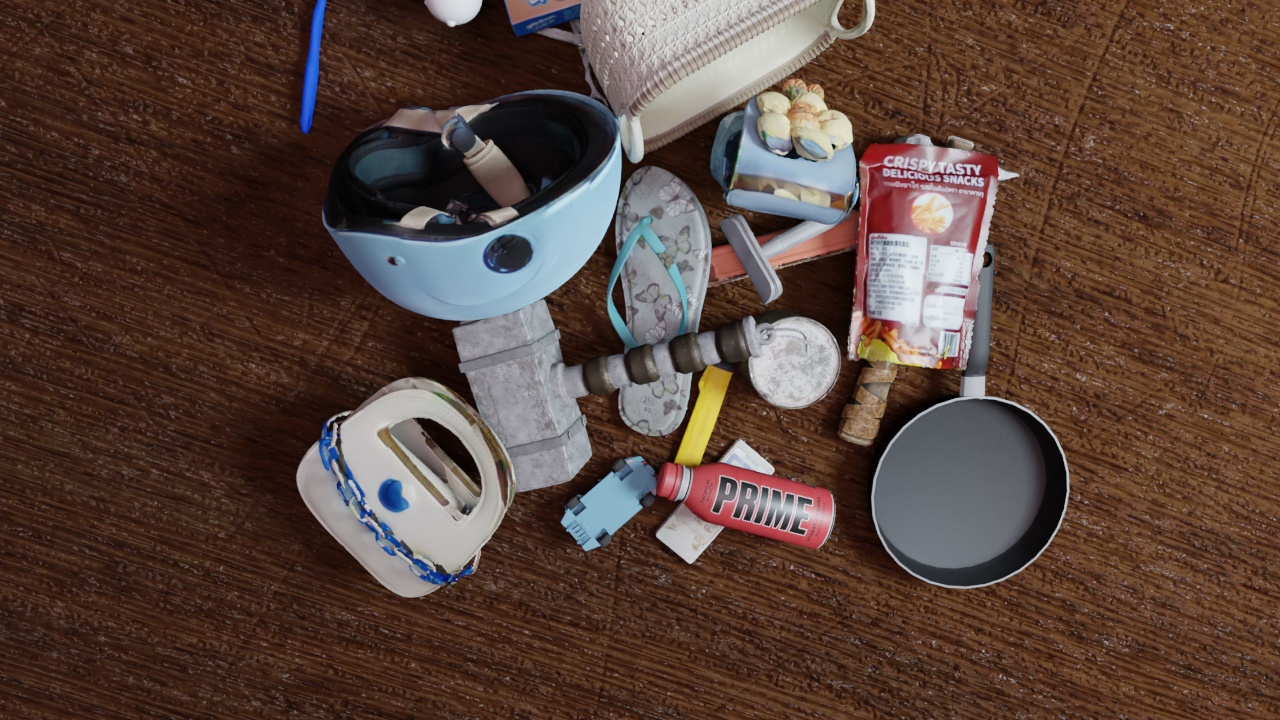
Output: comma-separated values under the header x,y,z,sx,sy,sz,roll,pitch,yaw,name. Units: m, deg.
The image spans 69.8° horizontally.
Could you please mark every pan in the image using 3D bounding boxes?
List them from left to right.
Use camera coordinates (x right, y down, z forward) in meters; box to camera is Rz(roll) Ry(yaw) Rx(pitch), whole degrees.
x,y,z,sx,sy,sz,roll,pitch,yaw,name
0.334,0.058,0.935,0.204,0.044,0.356,-1,100,-3,pan

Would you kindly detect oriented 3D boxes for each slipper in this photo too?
x,y,z,sx,sy,sz,roll,pitch,yaw,name
0.017,-0.054,0.898,0.098,0.054,0.269,4,101,20,slipper

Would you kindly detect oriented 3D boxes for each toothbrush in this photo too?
x,y,z,sx,sy,sz,roll,pitch,yaw,name
-0.316,-0.311,0.882,0.018,0.016,0.182,10,98,2,toothbrush

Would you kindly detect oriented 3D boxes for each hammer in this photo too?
x,y,z,sx,sy,sz,roll,pitch,yaw,name
-0.006,0.005,0.867,0.327,0.079,0.177,-14,99,16,hammer
0.268,-0.066,0.923,0.121,0.049,0.319,16,99,-7,hammer

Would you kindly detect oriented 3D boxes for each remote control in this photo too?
x,y,z,sx,sy,sz,roll,pitch,yaw,name
0.078,0.148,0.964,0.050,0.011,0.136,40,95,-7,remote control

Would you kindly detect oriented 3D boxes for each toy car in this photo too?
x,y,z,sx,sy,sz,roll,pitch,yaw,name
-0.031,0.145,0.953,0.107,0.027,0.060,-41,98,-6,toy car

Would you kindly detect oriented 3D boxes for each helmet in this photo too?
x,y,z,sx,sy,sz,roll,pitch,yaw,name
-0.136,-0.138,0.827,0.266,0.225,0.167,-17,136,3,helmet

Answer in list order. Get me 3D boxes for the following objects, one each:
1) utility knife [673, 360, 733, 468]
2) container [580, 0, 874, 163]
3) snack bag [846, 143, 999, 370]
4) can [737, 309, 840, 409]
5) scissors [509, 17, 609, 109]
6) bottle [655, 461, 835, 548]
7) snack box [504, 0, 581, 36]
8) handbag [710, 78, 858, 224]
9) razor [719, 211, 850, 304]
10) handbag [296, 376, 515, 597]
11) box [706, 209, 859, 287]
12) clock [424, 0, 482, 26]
x,y,z,sx,sy,sz,roll,pitch,yaw,name
0.060,0.068,0.949,0.030,0.017,0.151,20,97,0,utility knife
0.065,-0.297,0.815,0.246,0.185,0.143,-31,87,-5,container
0.265,-0.097,0.864,0.139,0.066,0.208,4,100,-7,snack bag
0.145,-0.003,0.912,0.090,0.074,0.090,0,99,-3,can
-0.052,-0.294,0.892,0.141,0.014,0.175,-7,94,-3,scissors
0.103,0.140,0.925,0.176,0.062,0.062,15,98,-7,bottle
-0.060,-0.373,0.864,0.151,0.034,0.087,-17,87,2,snack box
0.129,-0.190,0.822,0.122,0.191,0.119,11,112,-2,handbag
0.148,-0.119,0.878,0.116,0.047,0.088,-28,84,-6,razor
-0.217,0.119,0.876,0.200,0.092,0.200,45,118,-4,handbag
0.142,-0.111,0.910,0.187,0.056,0.059,-16,130,2,box
-0.168,-0.394,0.822,0.125,0.072,0.161,38,105,22,clock
